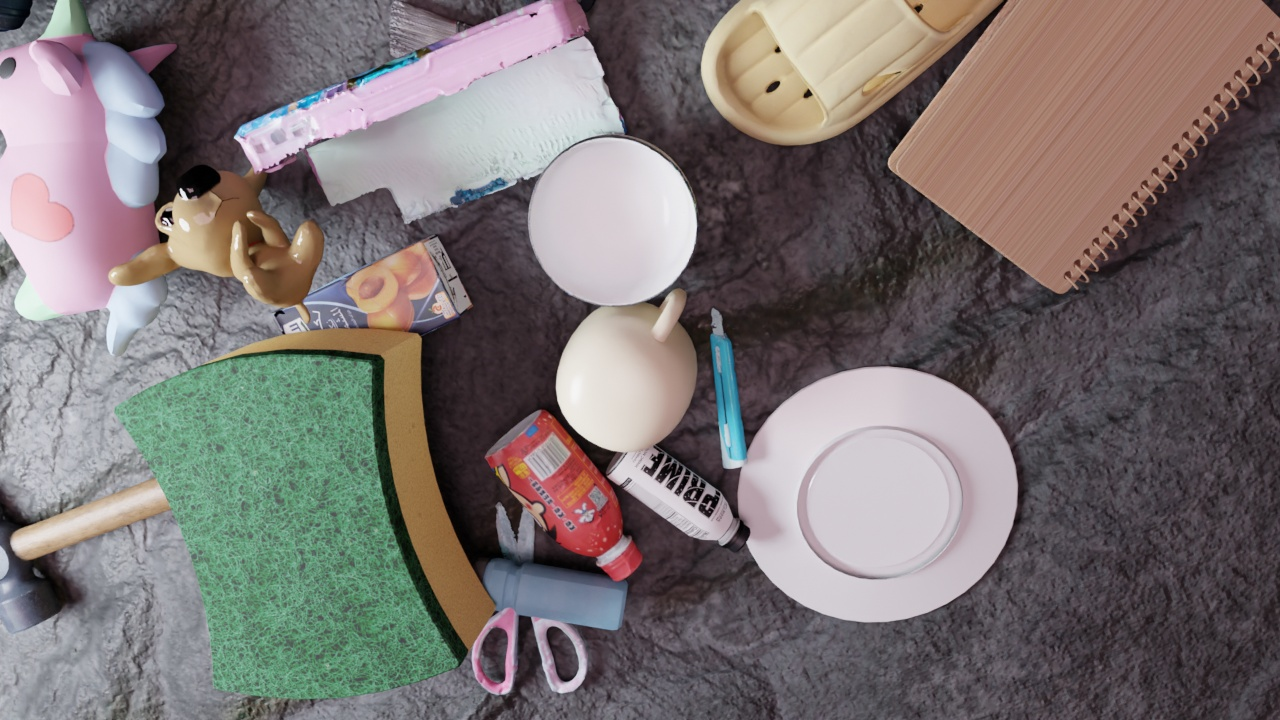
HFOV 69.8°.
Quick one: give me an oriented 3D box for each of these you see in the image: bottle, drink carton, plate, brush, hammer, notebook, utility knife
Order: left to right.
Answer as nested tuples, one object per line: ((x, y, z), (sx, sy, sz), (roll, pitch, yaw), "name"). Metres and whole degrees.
((-0.394, 0.110, 0.730), (0.322, 0.040, 0.129), (-20, 98, 9), "hammer")
((-0.231, 0.109, 0.651), (0.195, 0.075, 0.250), (-10, 103, 13), "brush")
((-0.196, -0.036, 0.671), (0.130, 0.040, 0.064), (-24, 101, 10), "drink carton")
((-0.103, -0.207, 0.633), (0.151, 0.012, 0.039), (18, 106, -1), "brush")
((-0.076, 0.178, 0.708), (0.130, 0.040, 0.040), (9, 105, 1), "bottle")
((-0.051, 0.105, 0.686), (0.062, 0.062, 0.137), (-36, 98, 12), "bottle")
((0.031, 0.103, 0.690), (0.116, 0.041, 0.041), (36, 104, -5), "bottle")
((0.063, 0.021, 0.679), (0.022, 0.015, 0.124), (3, 107, 47), "utility knife")
((0.178, 0.107, 0.692), (0.208, 0.015, 0.209), (1, 105, 4), "plate")
((0.289, -0.165, 0.590), (0.169, 0.022, 0.211), (31, 105, -17), "notebook")

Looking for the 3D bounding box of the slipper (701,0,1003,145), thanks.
((0.161, -0.230, 0.574), (0.262, 0.079, 0.111), (-35, 103, 12), "slipper")

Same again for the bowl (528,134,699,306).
((-0.016, -0.099, 0.626), (0.113, 0.063, 0.113), (2, 111, 4), "bowl")

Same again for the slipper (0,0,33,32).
((-0.436, -0.259, 0.599), (0.253, 0.105, 0.095), (-6, 96, 15), "slipper")

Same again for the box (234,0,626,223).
((-0.132, -0.149, 0.605), (0.231, 0.086, 0.106), (-18, 110, 13), "box")

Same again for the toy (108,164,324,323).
((-0.267, -0.078, 0.611), (0.108, 0.106, 0.133), (34, 61, 11), "toy")

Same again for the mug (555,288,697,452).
((-0.004, 0.004, 0.635), (0.096, 0.099, 0.120), (32, 105, -4), "mug")

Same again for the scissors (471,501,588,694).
((-0.080, 0.191, 0.739), (0.105, 0.016, 0.179), (7, 102, 3), "scissors")

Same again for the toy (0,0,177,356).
((-0.380, -0.120, 0.634), (0.171, 0.120, 0.222), (-21, 101, 19), "toy")

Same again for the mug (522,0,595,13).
((-0.050, -0.274, 0.588), (0.077, 0.071, 0.105), (15, 132, 0), "mug")
